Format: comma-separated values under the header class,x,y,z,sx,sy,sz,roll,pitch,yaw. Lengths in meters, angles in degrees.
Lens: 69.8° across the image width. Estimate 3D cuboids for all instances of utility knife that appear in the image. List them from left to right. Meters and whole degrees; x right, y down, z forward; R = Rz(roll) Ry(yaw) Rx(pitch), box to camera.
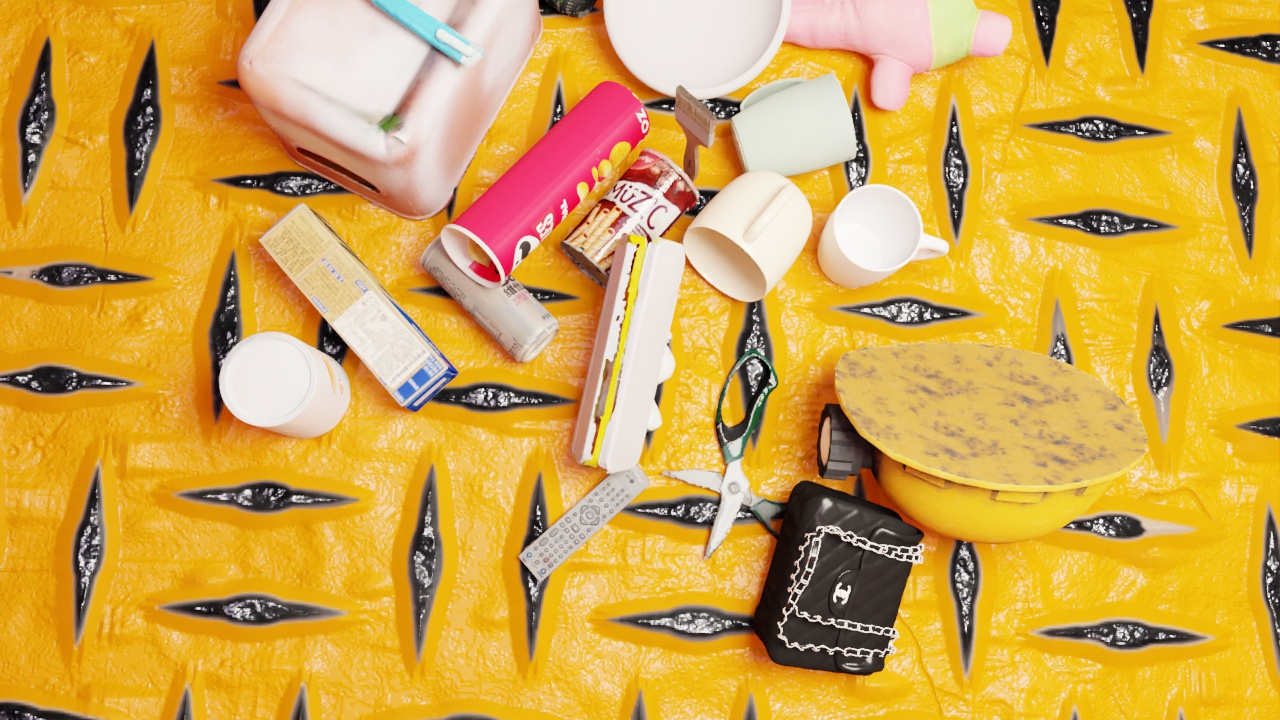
class,x,y,z,sx,sy,sz,roll,pitch,yaw
utility knife,-0.204,-0.294,0.746,0.176,0.015,0.022,35,80,2

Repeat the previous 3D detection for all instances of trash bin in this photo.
class,x,y,z,sx,sy,sz,roll,pitch,yaw
trash bin,-0.219,-0.287,0.832,0.181,0.157,0.259,27,81,2

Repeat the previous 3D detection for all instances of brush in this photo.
class,x,y,z,sx,sy,sz,roll,pitch,yaw
brush,0.048,-0.196,0.836,0.008,0.143,0.045,-44,77,-10

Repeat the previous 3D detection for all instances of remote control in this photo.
class,x,y,z,sx,sy,sz,roll,pitch,yaw
remote control,-0.050,0.145,0.841,0.136,0.013,0.033,-41,85,-8

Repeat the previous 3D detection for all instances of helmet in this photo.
class,x,y,z,sx,sy,sz,roll,pitch,yaw
helmet,0.285,0.087,0.801,0.255,0.204,0.131,5,122,1

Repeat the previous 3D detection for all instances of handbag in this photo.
class,x,y,z,sx,sy,sz,roll,pitch,yaw
handbag,0.179,0.195,0.787,0.125,0.115,0.153,15,91,-7

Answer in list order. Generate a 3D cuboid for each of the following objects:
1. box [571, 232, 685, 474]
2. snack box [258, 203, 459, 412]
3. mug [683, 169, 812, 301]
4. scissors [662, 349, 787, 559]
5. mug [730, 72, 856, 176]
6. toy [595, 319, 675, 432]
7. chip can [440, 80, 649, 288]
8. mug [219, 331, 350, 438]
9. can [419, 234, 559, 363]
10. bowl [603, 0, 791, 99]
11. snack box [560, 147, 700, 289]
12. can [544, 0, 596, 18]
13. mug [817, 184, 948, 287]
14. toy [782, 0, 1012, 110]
class,x,y,z,sx,sy,sz,roll,pitch,yaw
box,-0.014,-0.006,0.801,0.070,0.067,0.210,13,96,7
snack box,-0.256,-0.047,0.842,0.056,0.057,0.206,-41,85,-5
mug,0.109,-0.125,0.840,0.096,0.120,0.099,40,70,-1
scissors,0.128,0.103,0.858,0.203,0.015,0.201,21,80,-1
mug,0.141,-0.229,0.885,0.104,0.084,0.111,-17,54,6
toy,-0.005,0.005,0.854,0.079,0.038,0.122,18,89,-3
chip can,-0.081,-0.164,0.835,0.069,0.069,0.220,39,65,4
mug,-0.307,0.023,0.802,0.082,0.105,0.082,1,81,-3
can,-0.138,-0.060,0.850,0.135,0.054,0.054,45,81,5
bowl,0.054,-0.341,0.889,0.176,0.066,0.176,0,99,3
snack box,-0.010,-0.131,0.859,0.072,0.072,0.121,41,81,4
can,-0.105,-0.396,0.906,0.137,0.054,0.054,36,81,3
mug,0.226,-0.108,0.859,0.114,0.088,0.081,10,80,-1
toy,0.235,-0.342,0.901,0.237,0.097,0.192,-2,83,11
